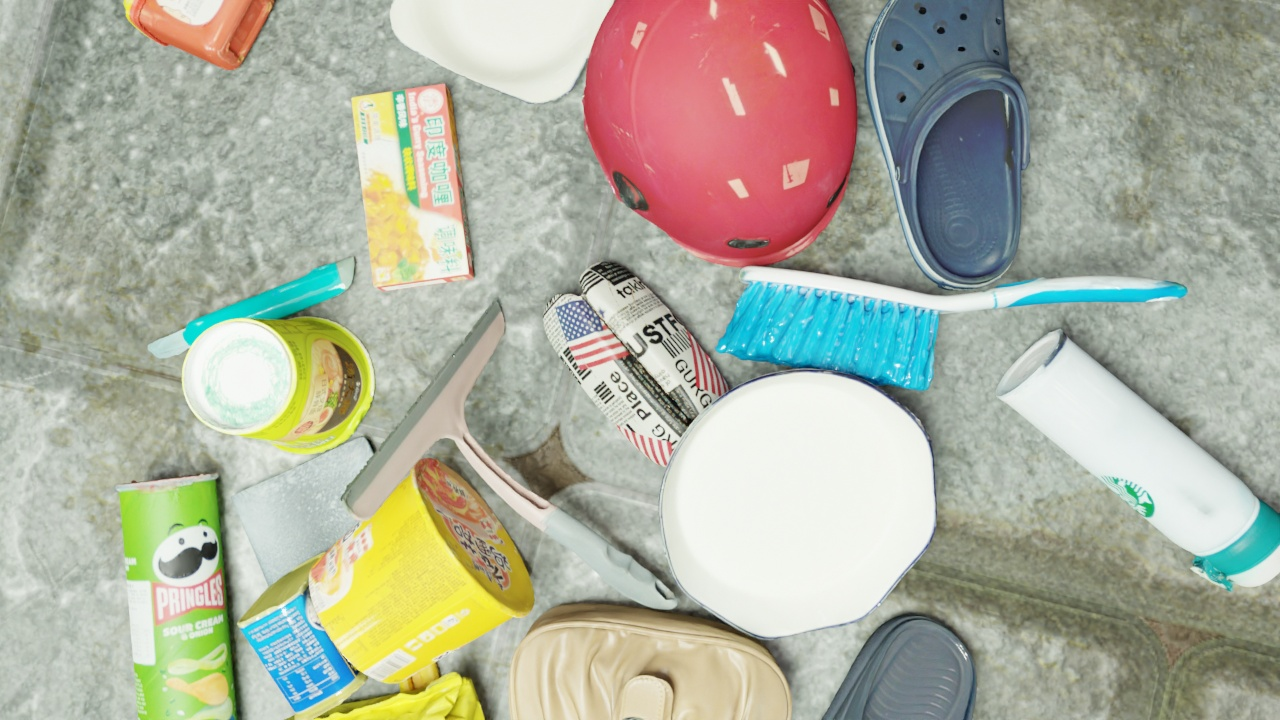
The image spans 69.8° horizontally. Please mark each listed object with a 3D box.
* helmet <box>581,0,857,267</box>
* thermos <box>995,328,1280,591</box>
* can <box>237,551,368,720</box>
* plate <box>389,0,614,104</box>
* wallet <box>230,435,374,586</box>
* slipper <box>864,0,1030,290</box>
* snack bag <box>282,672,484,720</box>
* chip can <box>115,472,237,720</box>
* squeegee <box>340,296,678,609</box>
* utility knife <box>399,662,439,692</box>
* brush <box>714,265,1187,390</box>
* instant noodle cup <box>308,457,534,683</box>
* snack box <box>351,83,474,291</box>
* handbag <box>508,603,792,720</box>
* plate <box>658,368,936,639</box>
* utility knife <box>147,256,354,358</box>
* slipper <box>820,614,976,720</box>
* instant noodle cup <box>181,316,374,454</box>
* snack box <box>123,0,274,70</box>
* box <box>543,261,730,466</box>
[{"bbox_3d":[0.065,-0.193,0.673,0.207,0.144,0.240,-30,87,-2],"label":"helmet"},{"bbox_3d":[0.372,0.077,0.677,0.224,0.073,0.073,41,89,4],"label":"thermos"},{"bbox_3d":[-0.239,0.199,0.672,0.057,0.102,0.083,-28,99,0],"label":"can"},{"bbox_3d":[-0.102,-0.296,0.738,0.163,0.034,0.164,25,88,4],"label":"plate"},{"bbox_3d":[-0.252,0.127,0.729,0.121,0.019,0.097,-25,88,0],"label":"wallet"},{"bbox_3d":[0.233,-0.179,0.687,0.105,0.095,0.253,-5,90,0],"label":"slipper"},{"bbox_3d":[-0.177,0.361,0.674,0.158,0.068,0.246,-14,90,9],"label":"snack bag"},{"bbox_3d":[-0.352,0.206,0.701,0.072,0.072,0.236,-6,87,2],"label":"chip can"},{"bbox_3d":[-0.069,0.107,0.668,0.249,0.247,0.040,43,123,-12],"label":"squeegee"},{"bbox_3d":[-0.159,0.299,0.713,0.033,0.015,0.202,-17,86,4],"label":"utility knife"},{"bbox_3d":[0.216,-0.028,0.669,0.315,0.060,0.109,11,87,16],"label":"brush"},{"bbox_3d":[-0.160,0.157,0.664,0.110,0.138,0.138,-37,86,4],"label":"instant noodle cup"},{"bbox_3d":[-0.182,-0.138,0.735,0.077,0.027,0.155,-8,86,1],"label":"snack box"},{"bbox_3d":[0.003,0.259,0.666,0.204,0.100,0.147,7,88,3],"label":"handbag"},{"bbox_3d":[0.112,0.102,0.672,0.205,0.045,0.205,-1,104,-6],"label":"plate"},{"bbox_3d":[-0.313,-0.040,0.742,0.182,0.013,0.029,-21,82,0],"label":"utility knife"},{"bbox_3d":[0.163,0.291,0.624,0.110,0.083,0.267,32,65,4],"label":"slipper"},{"bbox_3d":[-0.272,0.016,0.682,0.112,0.123,0.111,0,86,2],"label":"instant noodle cup"},{"bbox_3d":[-0.347,-0.285,0.728,0.080,0.082,0.091,28,89,-6],"label":"snack box"},{"bbox_3d":[-0.005,0.005,0.714,0.087,0.075,0.162,-41,88,30],"label":"box"}]
